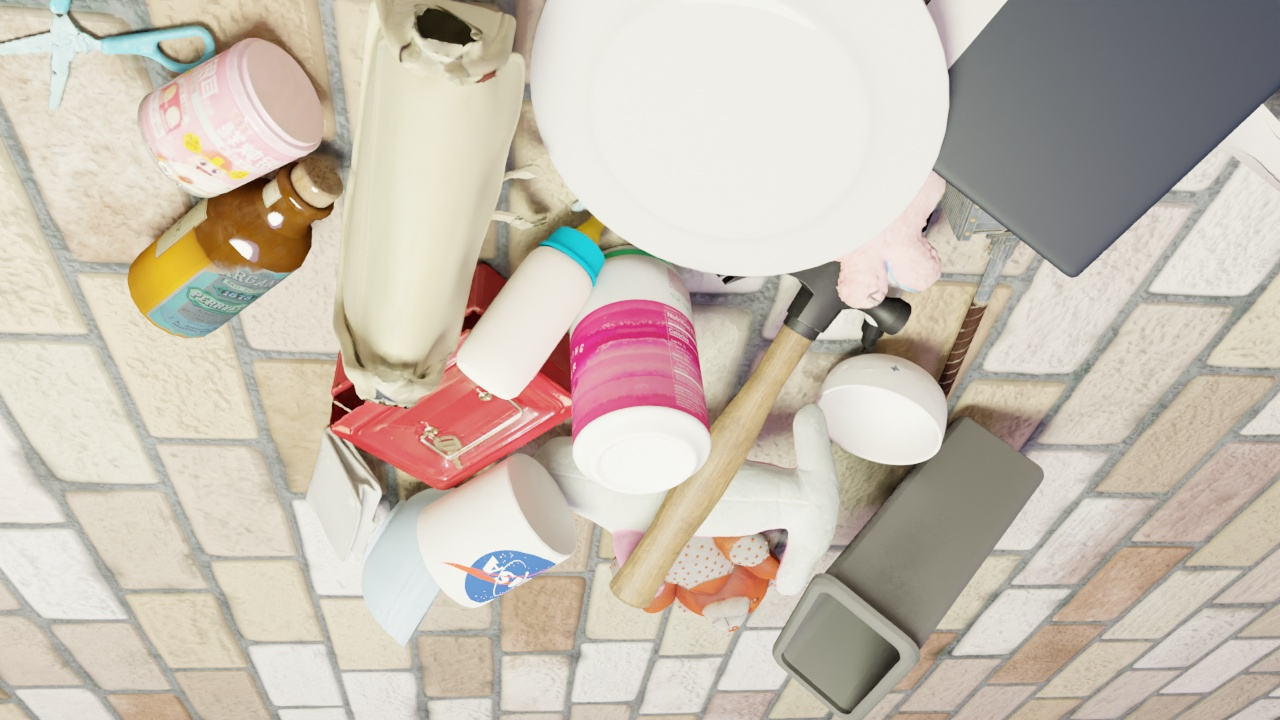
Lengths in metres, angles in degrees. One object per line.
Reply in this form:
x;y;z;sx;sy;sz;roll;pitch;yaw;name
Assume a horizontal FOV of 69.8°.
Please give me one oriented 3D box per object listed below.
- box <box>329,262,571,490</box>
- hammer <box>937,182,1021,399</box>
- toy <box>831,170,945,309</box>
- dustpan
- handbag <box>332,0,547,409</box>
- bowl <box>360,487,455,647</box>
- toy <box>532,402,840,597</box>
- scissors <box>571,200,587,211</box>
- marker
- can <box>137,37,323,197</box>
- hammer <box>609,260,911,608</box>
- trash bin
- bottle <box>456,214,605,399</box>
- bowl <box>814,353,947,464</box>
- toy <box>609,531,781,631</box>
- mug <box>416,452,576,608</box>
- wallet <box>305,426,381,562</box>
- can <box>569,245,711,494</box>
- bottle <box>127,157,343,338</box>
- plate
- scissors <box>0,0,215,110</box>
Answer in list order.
-0.138;0.021;0.695;0.159;0.086;0.129;-28;133;23;box
0.258;-0.029;0.715;0.098;0.044;0.323;-3;141;-2;hammer
0.154;-0.086;0.608;0.108;0.053;0.105;-21;108;10;toy
0.302;-0.164;0.518;0.273;0.080;0.237;37;118;-4;dustpan
-0.103;-0.088;0.517;0.132;0.183;0.230;6;122;-16;handbag
-0.204;0.174;0.834;0.075;0.150;0.151;31;132;-3;bowl
0.040;0.100;0.784;0.266;0.186;0.127;5;-178;21;toy
0.028;-0.132;0.595;0.174;0.017;0.076;-18;141;19;scissors
0.187;-0.057;0.688;0.019;0.019;0.146;0;139;-6;marker
-0.230;-0.137;0.520;0.076;0.067;0.067;-19;137;17;can
0.063;0.056;0.685;0.132;0.040;0.306;28;102;-14;hammer
0.233;0.184;0.809;0.219;0.097;0.192;-40;156;-30;trash bin
-0.063;-0.044;0.608;0.051;0.146;0.051;31;163;10;bottle
0.200;0.035;0.753;0.105;0.054;0.105;19;145;13;bowl
0.070;0.218;0.935;0.164;0.092;0.172;-22;137;17;toy
-0.106;0.140;0.740;0.090;0.091;0.121;-31;146;14;mug
-0.260;0.118;0.809;0.032;0.086;0.116;-22;158;-38;wallet
-0.004;0.004;0.627;0.088;0.165;0.088;-3;139;-3;can
-0.252;-0.077;0.585;0.157;0.067;0.068;-29;134;25;bottle
0.051;-0.139;0.531;0.242;0.016;0.243;10;137;9;plate
-0.296;-0.182;0.508;0.125;0.015;0.136;20;139;-25;scissors
